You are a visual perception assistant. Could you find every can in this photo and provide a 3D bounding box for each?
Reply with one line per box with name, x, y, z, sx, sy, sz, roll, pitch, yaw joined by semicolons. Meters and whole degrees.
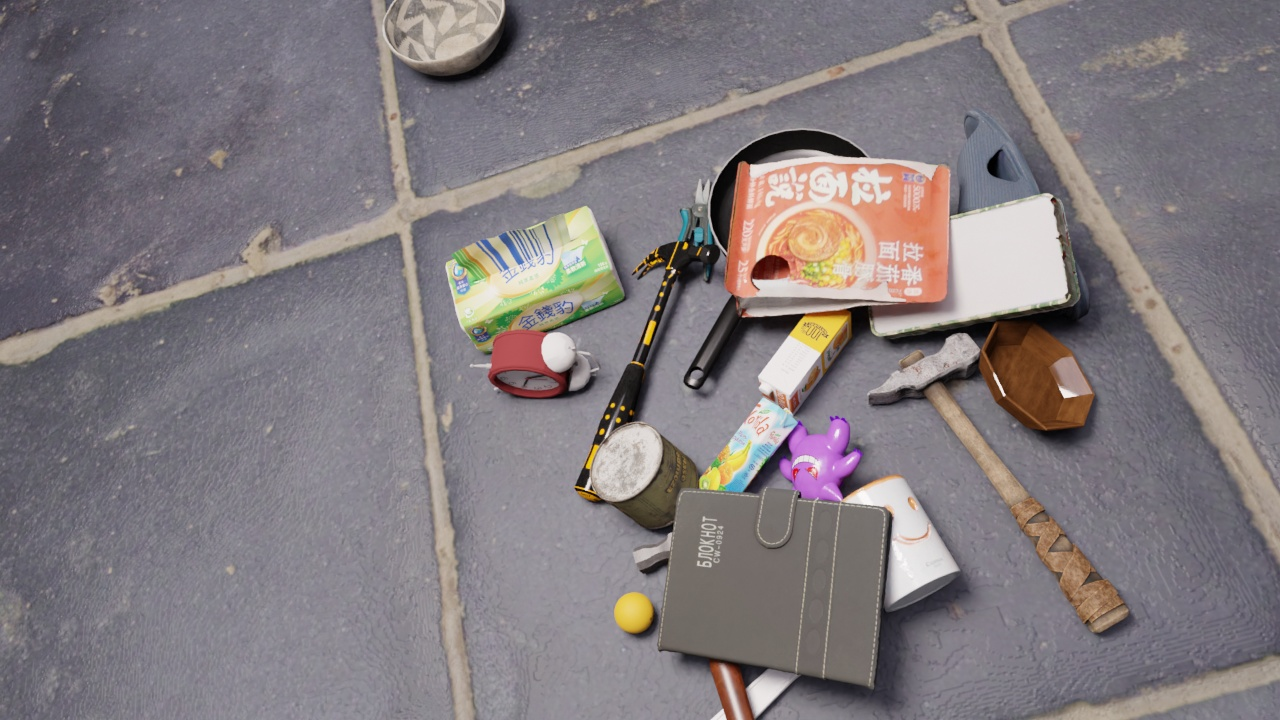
can;0.005;0.121;0.956;0.090;0.074;0.089;-22;47;26

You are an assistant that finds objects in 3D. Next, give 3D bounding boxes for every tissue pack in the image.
tissue pack;-0.134;-0.109;1.077;0.197;0.141;0.120;-27;62;0

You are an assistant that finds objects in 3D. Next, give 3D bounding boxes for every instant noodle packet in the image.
instant noodle packet;0.211;-0.130;0.973;0.221;0.084;0.164;1;67;20

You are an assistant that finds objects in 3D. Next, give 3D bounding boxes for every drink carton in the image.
drink carton;0.111;0.099;0.960;0.129;0.038;0.044;-52;25;-2
drink carton;0.178;-0.002;0.996;0.040;0.058;0.122;33;76;25

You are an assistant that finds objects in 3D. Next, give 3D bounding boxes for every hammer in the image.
hammer;0.083;0.299;0.875;0.111;0.028;0.300;-23;57;9
hammer;-0.006;0.006;1.040;0.123;0.036;0.320;3;67;48
hammer;0.357;0.119;0.906;0.121;0.049;0.318;-31;63;1

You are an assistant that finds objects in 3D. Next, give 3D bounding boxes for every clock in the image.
clock;-0.115;0.005;1.045;0.138;0.096;0.048;-2;65;16

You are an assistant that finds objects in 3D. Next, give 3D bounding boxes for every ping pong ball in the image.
ping pong ball;-0.006;0.255;0.928;0.040;0.040;0.040;-6;64;11

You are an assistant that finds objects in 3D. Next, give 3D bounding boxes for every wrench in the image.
wrench;0.104;0.331;0.879;0.273;0.018;0.066;-41;63;-6

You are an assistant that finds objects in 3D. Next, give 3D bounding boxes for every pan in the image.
pan;0.146;-0.114;1.064;0.204;0.044;0.355;26;76;21

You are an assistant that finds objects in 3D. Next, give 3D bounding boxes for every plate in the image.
plate;0.393;0.019;0.923;0.131;0.025;0.131;12;55;-18

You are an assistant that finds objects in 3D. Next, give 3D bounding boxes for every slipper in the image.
slipper;0.393;-0.150;1.000;0.082;0.101;0.263;-23;67;10

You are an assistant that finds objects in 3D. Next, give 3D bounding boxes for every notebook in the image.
notebook;0.124;0.204;0.863;0.209;0.029;0.169;2;72;23

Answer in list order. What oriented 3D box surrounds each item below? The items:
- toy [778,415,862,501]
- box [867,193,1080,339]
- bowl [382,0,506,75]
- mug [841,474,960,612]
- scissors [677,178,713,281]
toy;0.185;0.110;0.943;0.106;0.056;0.087;-13;50;47
box;0.336;-0.094;0.953;0.206;0.050;0.117;-13;81;32
bowl;-0.271;-0.470;1.319;0.178;0.081;0.178;-5;63;10
mug;0.244;0.175;0.882;0.082;0.082;0.105;-27;63;0
scissors;0.073;-0.156;1.119;0.126;0.019;0.144;-30;68;-13
